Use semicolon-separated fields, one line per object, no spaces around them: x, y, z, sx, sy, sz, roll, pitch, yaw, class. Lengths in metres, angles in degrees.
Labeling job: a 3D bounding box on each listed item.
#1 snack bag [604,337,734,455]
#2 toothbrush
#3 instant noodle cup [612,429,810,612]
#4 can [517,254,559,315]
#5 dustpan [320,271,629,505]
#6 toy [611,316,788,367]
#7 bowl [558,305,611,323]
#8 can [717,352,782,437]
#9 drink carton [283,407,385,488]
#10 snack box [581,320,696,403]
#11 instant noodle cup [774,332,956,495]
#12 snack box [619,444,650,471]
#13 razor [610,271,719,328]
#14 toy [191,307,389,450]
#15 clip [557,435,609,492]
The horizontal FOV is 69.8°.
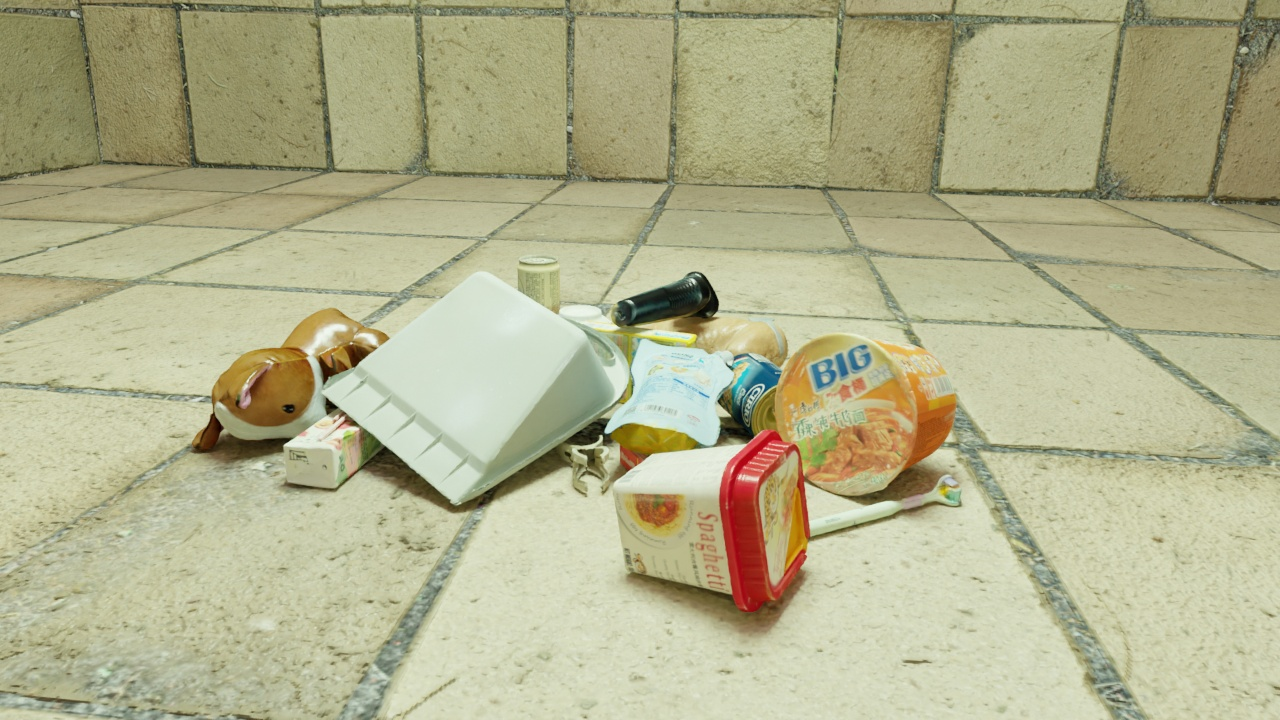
0.035;0.032;0.929;0.110;0.039;0.190;1;28;13;snack bag
0.206;0.132;0.804;0.189;0.029;0.020;-9;-21;-25;toothbrush
0.054;0.118;0.705;0.124;0.116;0.116;-1;15;30;instant noodle cup
-0.141;-0.086;1.280;0.058;0.116;0.058;1;19;-1;can
-0.142;0.025;0.949;0.223;0.143;0.257;32;70;31;dustpan
0.075;-0.022;1.162;0.226;0.082;0.143;8;6;28;toy
-0.081;-0.038;1.231;0.113;0.062;0.113;1;17;0;bowl
0.132;0.042;0.980;0.075;0.075;0.111;-4;19;-16;can
-0.291;0.078;0.892;0.053;0.045;0.122;4;18;11;drink carton
-0.006;0.006;1.059;0.140;0.087;0.033;9;20;22;snack box
0.222;0.046;0.880;0.151;0.151;0.111;19;17;42;instant noodle cup
0.044;0.107;0.855;0.075;0.025;0.153;-8;20;-24;snack box
0.027;-0.065;1.087;0.167;0.062;0.068;-18;-13;-48;razor
-0.360;0.028;0.958;0.130;0.140;0.199;49;34;6;toy
-0.051;0.095;0.883;0.071;0.035;0.100;-4;11;-13;clip
